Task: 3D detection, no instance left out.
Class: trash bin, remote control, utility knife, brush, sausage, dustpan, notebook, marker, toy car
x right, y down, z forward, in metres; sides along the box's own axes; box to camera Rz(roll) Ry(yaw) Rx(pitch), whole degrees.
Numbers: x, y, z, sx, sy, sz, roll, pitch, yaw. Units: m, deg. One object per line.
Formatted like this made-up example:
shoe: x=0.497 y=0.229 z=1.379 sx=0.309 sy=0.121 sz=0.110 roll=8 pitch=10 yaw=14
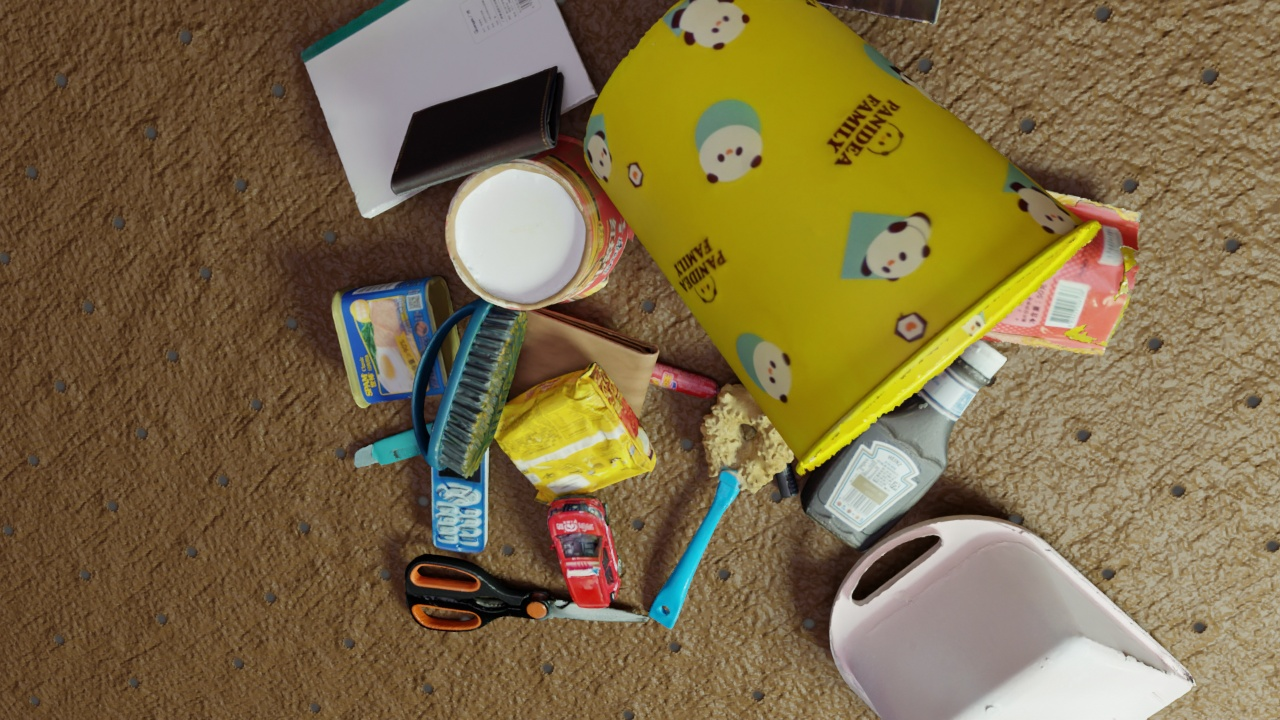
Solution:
trash bin: x=0.110 y=-0.095 z=0.596 sx=0.230 sy=0.229 sz=0.255 roll=-44 pitch=74 yaw=17
remote control: x=-0.158 y=0.111 z=0.809 sx=0.049 sy=0.024 sz=0.125 roll=6 pitch=113 yaw=3
utility knife: x=-0.180 y=0.068 z=0.812 sx=0.171 sy=0.013 sz=0.029 roll=-17 pitch=105 yaw=13
brush: x=-0.141 y=0.017 z=0.723 sx=0.073 sy=0.055 sz=0.144 roll=20 pitch=93 yaw=9
sausage: x=-0.005 y=0.004 z=0.765 sx=0.156 sy=0.020 sz=0.020 roll=18 pitch=107 yaw=4
dustpan: x=0.297 y=0.248 z=0.774 sx=0.223 sy=0.138 sz=0.273 roll=-41 pitch=131 yaw=14
notebook: x=-0.154 y=-0.222 z=0.709 sx=0.209 sy=0.012 sz=0.150 roll=-24 pitch=84 yaw=13
marker: x=0.107 y=0.054 z=0.760 sx=0.018 sy=0.022 sz=0.131 roll=-14 pitch=104 yaw=18
toy car: x=-0.047 y=0.165 z=0.787 sx=0.053 sy=0.045 sz=0.121 roll=-6 pitch=125 yaw=9
brush: x=0.059 y=0.130 z=0.773 sx=0.083 sy=0.045 sz=0.255 roll=29 pitch=115 yaw=14

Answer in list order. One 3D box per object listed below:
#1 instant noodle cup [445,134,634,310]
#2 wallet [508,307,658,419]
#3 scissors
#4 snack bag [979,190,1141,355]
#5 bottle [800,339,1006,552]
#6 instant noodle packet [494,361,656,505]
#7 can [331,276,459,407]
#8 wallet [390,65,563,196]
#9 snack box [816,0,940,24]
instant noodle cup: x=-0.082 y=-0.102 z=0.701 sx=0.138 sy=0.108 sz=0.138 roll=2 pitch=105 yaw=8
wallet: x=-0.050 y=0.013 z=0.761 sx=0.115 sy=0.020 sz=0.101 roll=20 pitch=126 yaw=6
scissors: x=-0.106 y=0.234 z=0.847 sx=0.235 sy=0.021 sz=0.125 roll=22 pitch=117 yaw=-3
snack bag: x=0.251 y=-0.076 z=0.684 sx=0.208 sy=0.073 sz=0.128 roll=12 pitch=99 yaw=11
bottle: x=0.213 y=0.062 z=0.736 sx=0.080 sy=0.044 sz=0.195 roll=35 pitch=106 yaw=-6
instant noodle packet: x=-0.061 y=0.063 z=0.759 sx=0.129 sy=0.044 sz=0.111 roll=-20 pitch=112 yaw=31
can: x=-0.201 y=-0.017 z=0.771 sx=0.083 sy=0.057 sz=0.102 roll=-7 pitch=104 yaw=8
wallet: x=-0.116 y=-0.166 z=0.657 sx=0.122 sy=0.096 sz=0.020 roll=-13 pitch=135 yaw=14
snack box: x=0.162 y=-0.305 z=0.636 sx=0.113 sy=0.053 sz=0.126 roll=13 pitch=107 yaw=5
